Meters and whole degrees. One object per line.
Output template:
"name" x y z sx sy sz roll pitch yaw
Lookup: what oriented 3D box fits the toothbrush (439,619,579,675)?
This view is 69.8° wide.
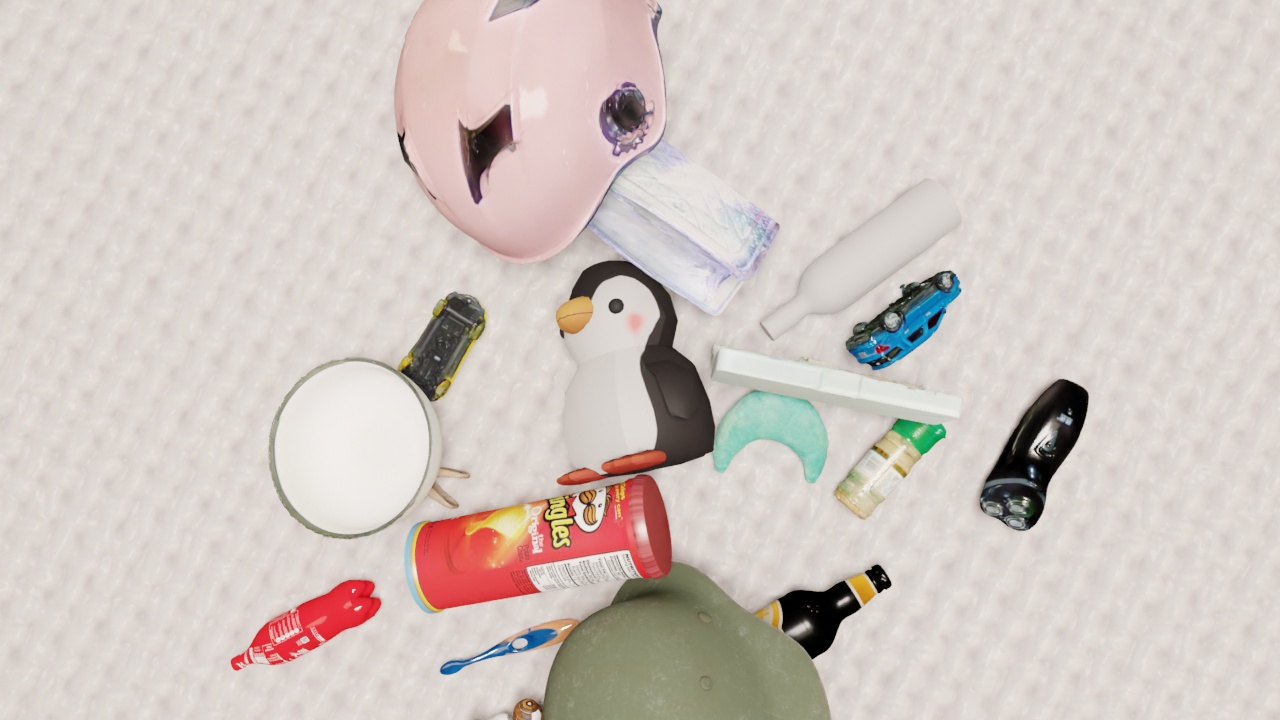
"toothbrush" -0.118 0.262 0.841 0.135 0.017 0.021 -18 93 -2

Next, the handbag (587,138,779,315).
"handbag" 0.036 -0.124 0.801 0.158 0.126 0.069 34 132 -1

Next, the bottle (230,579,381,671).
"bottle" -0.304 0.242 0.827 0.141 0.042 0.042 -28 89 0

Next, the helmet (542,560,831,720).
"helmet" 0.010 0.290 0.729 0.228 0.153 0.267 -41 54 30

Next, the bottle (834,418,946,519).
"bottle" 0.224 0.092 0.824 0.043 0.043 0.111 42 91 1

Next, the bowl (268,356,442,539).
"bowl" -0.239 0.077 0.804 0.153 0.073 0.153 -2 82 14

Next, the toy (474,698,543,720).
"toy" -0.112 0.345 0.815 0.112 0.067 0.087 -14 113 -12

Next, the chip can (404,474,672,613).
"chip can" -0.086 0.159 0.785 0.213 0.087 0.087 -13 89 13

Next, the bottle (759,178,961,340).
"bottle" 0.191 -0.084 0.821 0.195 0.052 0.052 -37 89 0

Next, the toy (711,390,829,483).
"toy" 0.119 0.066 0.832 0.105 0.033 0.085 6 101 0

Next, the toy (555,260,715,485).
"toy" -0.005 0.005 0.797 0.139 0.159 0.184 -3 77 -38

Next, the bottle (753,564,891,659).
"bottle" 0.140 0.237 0.815 0.181 0.059 0.059 -31 89 0

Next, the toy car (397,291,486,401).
"toy car" -0.179 -0.013 0.834 0.049 0.030 0.107 33 92 2

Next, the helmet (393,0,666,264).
"helmet" -0.102 -0.213 0.729 0.230 0.152 0.255 13 87 39

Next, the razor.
"razor" 0.353 0.082 0.811 0.053 0.063 0.140 29 91 0

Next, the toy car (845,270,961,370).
"toy car" 0.234 -0.036 0.809 0.120 0.056 0.043 -38 94 -20

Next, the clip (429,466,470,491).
"clip" -0.186 0.105 0.839 0.061 0.026 0.049 -32 79 7

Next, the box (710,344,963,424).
"box" 0.157 0.020 0.779 0.197 0.136 0.044 12 94 1
